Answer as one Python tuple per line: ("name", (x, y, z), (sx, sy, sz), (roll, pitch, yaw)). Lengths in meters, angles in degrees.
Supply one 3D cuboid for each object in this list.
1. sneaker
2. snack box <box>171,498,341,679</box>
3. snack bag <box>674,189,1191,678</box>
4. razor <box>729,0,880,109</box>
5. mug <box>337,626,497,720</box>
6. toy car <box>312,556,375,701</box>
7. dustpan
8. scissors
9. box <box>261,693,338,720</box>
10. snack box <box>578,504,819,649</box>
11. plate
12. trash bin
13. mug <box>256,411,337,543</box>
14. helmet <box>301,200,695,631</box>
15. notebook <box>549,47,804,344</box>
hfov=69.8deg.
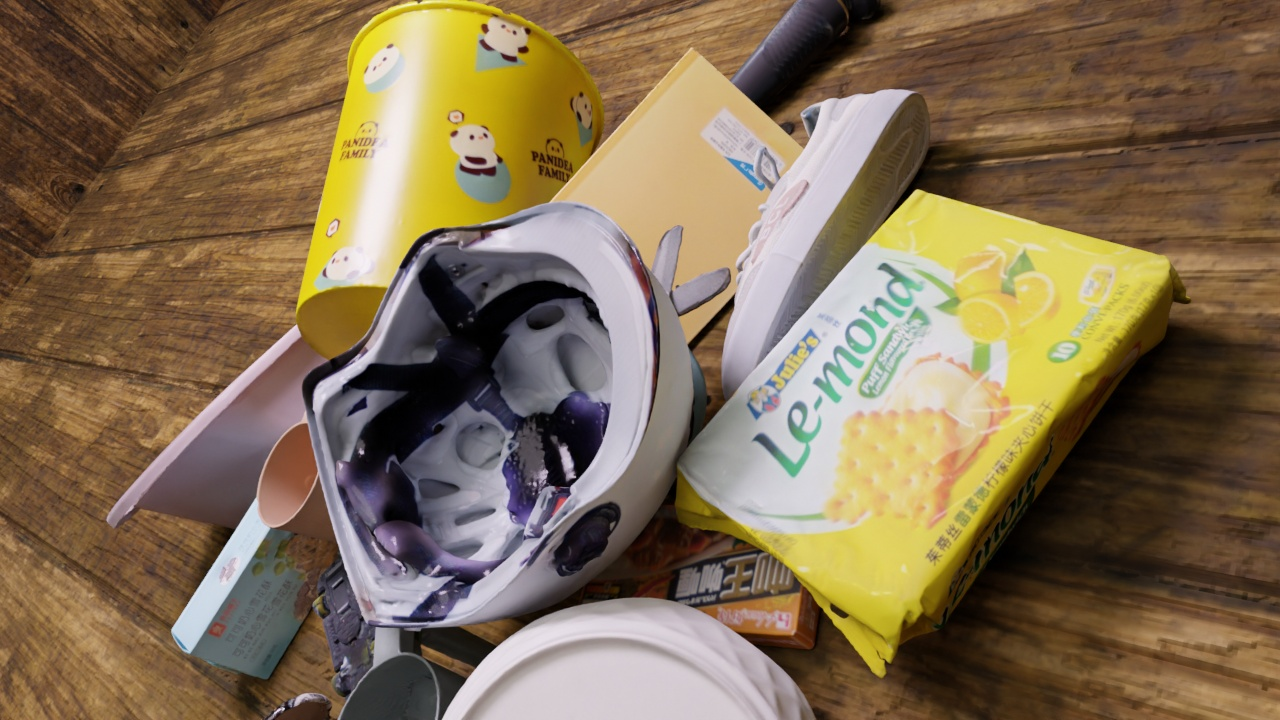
("sneaker", (0.097, -0.078, 0.591), (0.091, 0.089, 0.241), (16, 68, 38))
("snack box", (-0.304, 0.170, 0.767), (0.052, 0.074, 0.174), (13, 69, 45))
("snack bag", (0.144, 0.023, 0.471), (0.246, 0.068, 0.158), (-47, 42, -11))
("razor", (0.117, -0.250, 0.748), (0.168, 0.062, 0.067), (-45, 9, 12))
("mug", (-0.113, 0.211, 0.542), (0.084, 0.103, 0.123), (-31, 42, 20))
("toy car", (-0.204, 0.197, 0.679), (0.053, 0.045, 0.120), (-42, 46, 11))
("dustpan", (-0.396, 0.042, 0.878), (0.223, 0.138, 0.273), (-42, 41, 27))
("scissors", (-0.004, 0.004, 0.617), (0.171, 0.019, 0.181), (-22, 79, 25))
("box", (-0.250, 0.312, 0.624), (0.087, 0.076, 0.163), (33, 82, 20))
("snack box", (0.034, 0.123, 0.539), (0.154, 0.026, 0.075), (-8, 55, 38))
("plate", (-0.012, 0.214, 0.423), (0.205, 0.045, 0.204), (-3, 72, 10))
("trash bin", (-0.160, -0.122, 0.766), (0.230, 0.229, 0.254), (-13, 57, 35))
("mug", (-0.228, 0.085, 0.731), (0.084, 0.103, 0.124), (2, 70, 42))
("helmet", (-0.066, 0.041, 0.553), (0.259, 0.145, 0.229), (-43, 55, 12))
("notebook", (0.020, -0.100, 0.659), (0.206, 0.146, 0.010), (-47, 0, 2))
